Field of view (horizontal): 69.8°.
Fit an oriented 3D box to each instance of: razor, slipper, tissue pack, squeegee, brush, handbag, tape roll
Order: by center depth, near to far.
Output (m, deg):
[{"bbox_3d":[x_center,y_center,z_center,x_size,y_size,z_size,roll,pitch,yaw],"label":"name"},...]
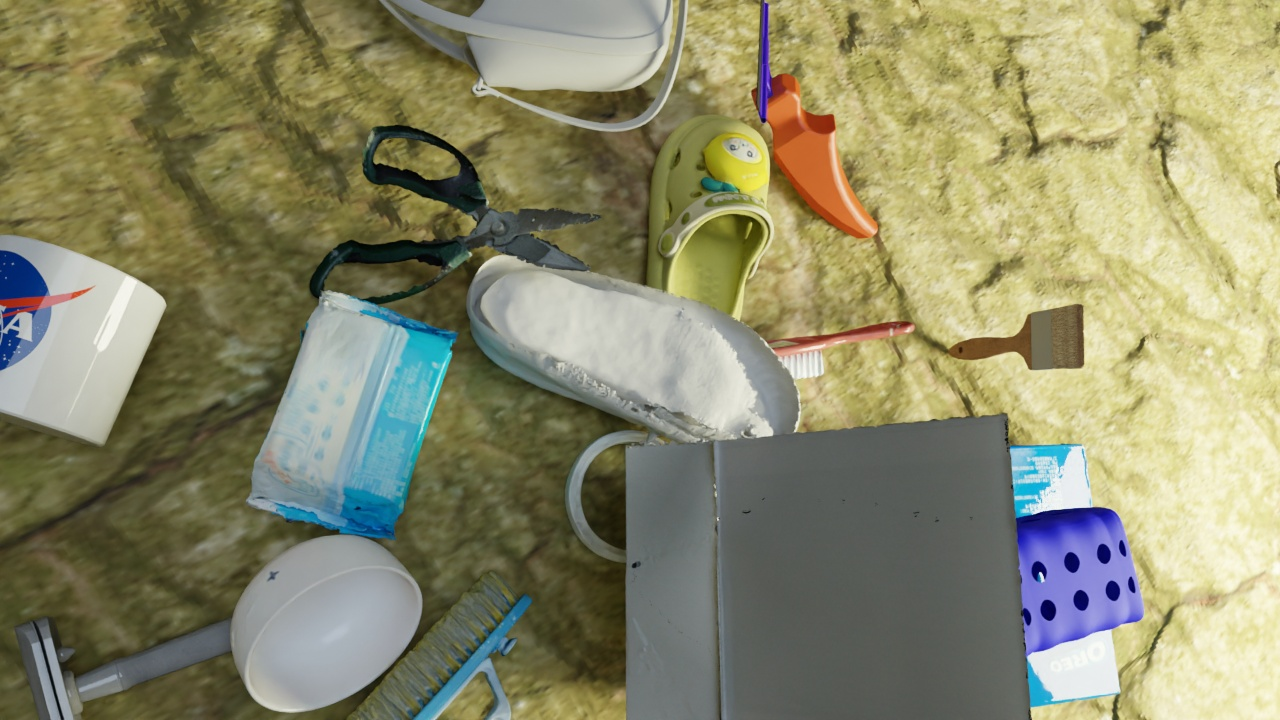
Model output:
[{"bbox_3d":[-0.278,0.172,0.523,0.116,0.047,0.088,-16,85,-30],"label":"razor"},{"bbox_3d":[-0.112,0.200,0.564,0.075,0.055,0.135,43,68,2],"label":"brush"},{"bbox_3d":[-0.179,0.035,0.574,0.093,0.062,0.144,18,71,-15],"label":"tissue pack"},{"bbox_3d":[-0.004,0.004,0.635,0.246,0.075,0.112,20,82,-9],"label":"slipper"},{"bbox_3d":[-0.007,0.096,0.649,0.093,0.013,0.093,4,78,-20],"label":"tape roll"},{"bbox_3d":[-0.088,-0.275,0.658,0.222,0.096,0.215,-3,78,-15],"label":"handbag"},{"bbox_3d":[0.053,-0.101,0.678,0.091,0.082,0.190,13,77,-14],"label":"slipper"},{"bbox_3d":[0.284,-0.013,0.707,0.008,0.143,0.045,2,86,-18],"label":"brush"},{"bbox_3d":[0.139,-0.005,0.712,0.172,0.041,0.030,-10,101,-20],"label":"brush"},{"bbox_3d":[0.132,-0.167,0.720,0.185,0.055,0.249,48,29,-25],"label":"squeegee"}]

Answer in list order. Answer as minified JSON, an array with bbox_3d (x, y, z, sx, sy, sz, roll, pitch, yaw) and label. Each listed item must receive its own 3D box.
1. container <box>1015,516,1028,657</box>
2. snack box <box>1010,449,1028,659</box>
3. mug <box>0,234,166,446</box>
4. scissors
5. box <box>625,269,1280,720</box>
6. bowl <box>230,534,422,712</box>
[{"bbox_3d":[0.270,0.152,0.638,0.113,0.085,0.084,-7,82,-23],"label":"container"},{"bbox_3d":[0.247,0.165,0.704,0.238,0.056,0.195,1,79,-21],"label":"snack box"},{"bbox_3d":[-0.344,-0.011,0.516,0.121,0.091,0.090,10,72,18],"label":"mug"},{"bbox_3d":[-0.127,-0.071,0.592,0.209,0.015,0.154,26,76,23],"label":"scissors"},{"bbox_3d":[0.090,0.108,0.417,0.148,0.507,0.166,2,79,-15],"label":"box"},{"bbox_3d":[-0.186,0.147,0.535,0.104,0.054,0.105,-24,132,-30],"label":"bowl"}]
